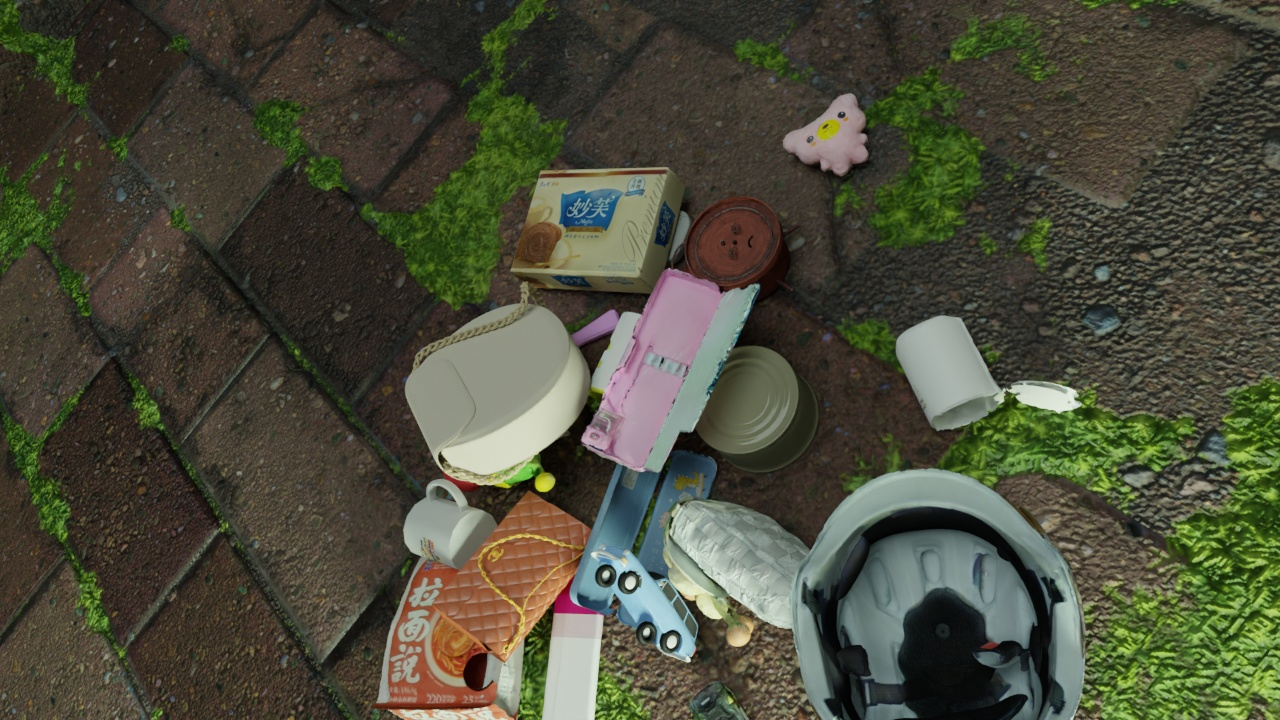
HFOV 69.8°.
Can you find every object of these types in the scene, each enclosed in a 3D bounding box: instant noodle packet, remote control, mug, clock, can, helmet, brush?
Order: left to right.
[{"bbox_3d":[-0.232,0.196,1.113,0.090,0.073,0.105,7,106,40],"label":"mug"},{"bbox_3d":[-0.212,0.316,1.102,0.165,0.084,0.220,-10,54,25],"label":"instant noodle packet"},{"bbox_3d":[-0.131,-0.010,1.195,0.229,0.043,0.089,-27,59,15],"label":"brush"},{"bbox_3d":[-0.007,0.006,1.100,0.083,0.082,0.106,17,76,32],"label":"mug"},{"bbox_3d":[0.000,-0.169,1.208,0.151,0.019,0.074,17,81,34],"label":"remote control"},{"bbox_3d":[0.107,-0.127,1.103,0.158,0.072,0.120,-1,69,26],"label":"clock"},{"bbox_3d":[0.125,0.054,1.016,0.128,0.073,0.127,-11,65,23],"label":"can"},{"bbox_3d":[0.262,0.241,0.812,0.237,0.164,0.263,-11,59,16],"label":"helmet"}]

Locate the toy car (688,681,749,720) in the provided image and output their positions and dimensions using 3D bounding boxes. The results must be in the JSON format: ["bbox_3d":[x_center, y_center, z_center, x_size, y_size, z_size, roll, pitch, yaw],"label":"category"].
[{"bbox_3d":[0.093,0.376,0.920,0.048,0.033,0.105,-40,61,5],"label":"toy car"}]

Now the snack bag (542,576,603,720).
[{"bbox_3d":[-0.074,0.343,1.032,0.070,0.016,0.196,-7,66,27],"label":"snack bag"}]

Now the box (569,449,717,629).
[{"bbox_3d":[0.005,0.193,1.039,0.120,0.049,0.209,21,78,-3],"label":"box"}]

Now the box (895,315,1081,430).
[{"bbox_3d":[0.344,0.012,0.918,0.144,0.083,0.136,-22,62,12],"label":"box"}]

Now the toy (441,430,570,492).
[{"bbox_3d":[-0.157,0.126,1.125,0.132,0.124,0.097,-26,80,37],"label":"toy"}]

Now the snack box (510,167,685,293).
[{"bbox_3d":[-0.058,-0.170,1.195,0.208,0.055,0.153,6,74,32],"label":"snack box"}]

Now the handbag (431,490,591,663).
[{"bbox_3d":[-0.140,0.243,1.050,0.109,0.060,0.171,25,61,30],"label":"handbag"}]

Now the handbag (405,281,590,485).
[{"bbox_3d":[-0.170,0.026,1.083,0.208,0.103,0.210,-35,41,-5],"label":"handbag"}]

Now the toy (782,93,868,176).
[{"bbox_3d":[0.232,-0.266,1.110,0.102,0.050,0.093,-34,63,15],"label":"toy"}]

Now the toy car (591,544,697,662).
[{"bbox_3d":[0.007,0.249,0.959,0.054,0.153,0.056,-43,21,-29],"label":"toy car"}]

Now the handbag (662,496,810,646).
[{"bbox_3d":[0.106,0.220,0.936,0.171,0.112,0.123,33,96,34],"label":"handbag"}]

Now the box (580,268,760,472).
[{"bbox_3d":[0.042,0.014,1.006,0.159,0.066,0.230,13,73,45],"label":"box"}]
